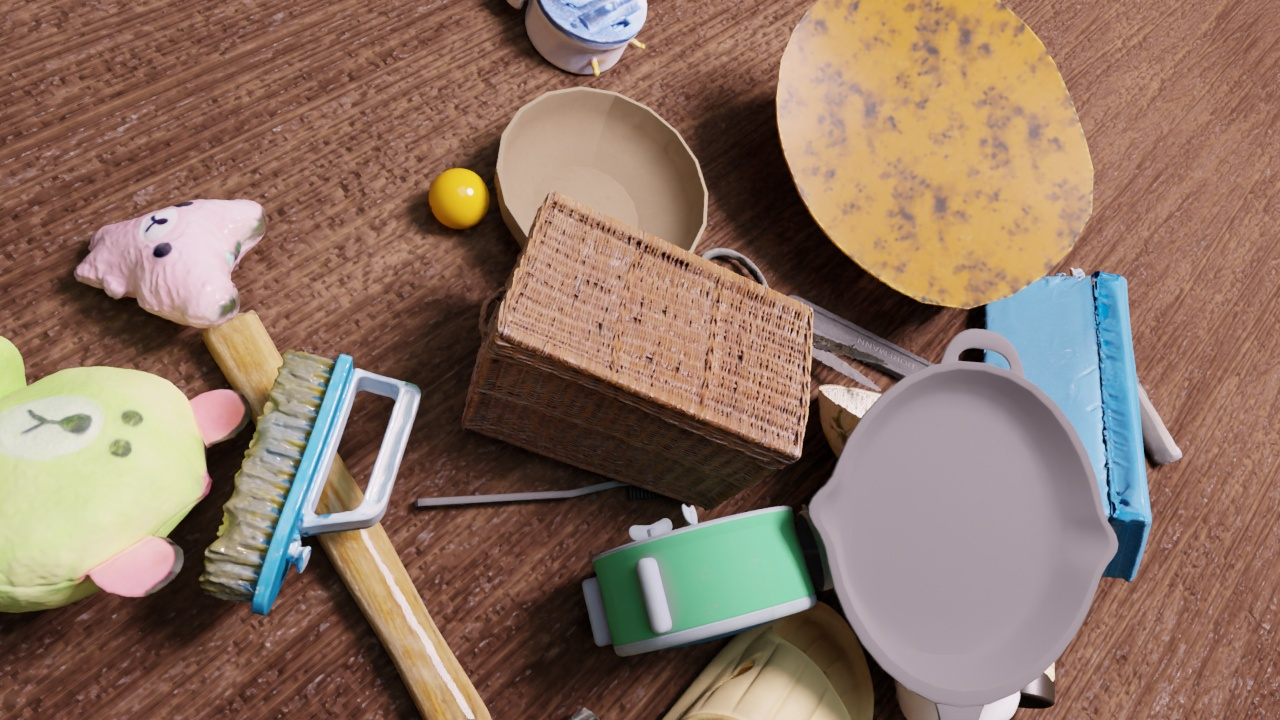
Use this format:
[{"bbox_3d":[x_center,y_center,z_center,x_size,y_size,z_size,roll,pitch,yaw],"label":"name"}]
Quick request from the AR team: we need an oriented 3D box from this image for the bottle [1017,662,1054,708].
[{"bbox_3d":[0.275,0.153,0.667,0.045,0.045,0.184,20,61,-14],"label":"bottle"}]

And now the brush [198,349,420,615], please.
[{"bbox_3d":[-0.170,0.067,0.481,0.075,0.055,0.135,17,63,-9],"label":"brush"}]

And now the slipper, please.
[{"bbox_3d":[0.060,0.243,0.526,0.260,0.079,0.111,-36,89,-29],"label":"slipper"}]

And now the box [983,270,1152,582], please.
[{"bbox_3d":[0.320,0.043,0.711,0.112,0.094,0.230,1,52,21],"label":"box"}]

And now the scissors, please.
[{"bbox_3d":[0.098,-0.017,0.675,0.150,0.013,0.165,-28,77,-24],"label":"scissors"}]

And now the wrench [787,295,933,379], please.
[{"bbox_3d":[0.228,0.014,0.722,0.273,0.018,0.073,24,63,-10],"label":"wrench"}]

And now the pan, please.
[{"bbox_3d":[0.180,0.159,0.527,0.216,0.024,0.354,10,82,-20],"label":"pan"}]

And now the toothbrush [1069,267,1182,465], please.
[{"bbox_3d":[0.415,0.002,0.799,0.024,0.022,0.185,-24,77,8],"label":"toothbrush"}]

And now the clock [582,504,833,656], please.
[{"bbox_3d":[0.053,0.123,0.547,0.161,0.122,0.075,-6,73,-30],"label":"clock"}]

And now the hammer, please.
[{"bbox_3d":[-0.155,0.117,0.517,0.132,0.033,0.330,-29,81,-28],"label":"hammer"}]

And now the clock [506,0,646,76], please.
[{"bbox_3d":[-0.053,-0.279,0.704,0.088,0.052,0.125,-38,87,-29],"label":"clock"}]

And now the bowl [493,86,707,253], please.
[{"bbox_3d":[-0.032,-0.113,0.646,0.152,0.051,0.152,8,67,-19],"label":"bowl"}]

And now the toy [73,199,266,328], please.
[{"bbox_3d":[-0.272,-0.059,0.527,0.096,0.053,0.099,3,50,-5],"label":"toy"}]

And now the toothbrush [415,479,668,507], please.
[{"bbox_3d":[-0.057,0.084,0.579,0.167,0.013,0.013,0,77,-22],"label":"toothbrush"}]

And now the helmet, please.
[{"bbox_3d":[0.210,-0.163,0.717,0.205,0.131,0.255,-38,92,1],"label":"helmet"}]

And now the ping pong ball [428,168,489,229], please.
[{"bbox_3d":[-0.121,-0.108,0.614,0.040,0.040,0.040,8,67,-19],"label":"ping pong ball"}]

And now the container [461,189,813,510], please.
[{"bbox_3d":[-0.003,0.003,0.566,0.198,0.113,0.113,22,52,-12],"label":"container"}]

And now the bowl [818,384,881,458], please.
[{"bbox_3d":[0.183,0.070,0.635,0.145,0.145,0.063,12,102,-17],"label":"bowl"}]

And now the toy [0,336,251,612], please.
[{"bbox_3d":[-0.312,0.057,0.442,0.196,0.107,0.150,22,39,-23],"label":"toy"}]

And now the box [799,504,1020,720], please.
[{"bbox_3d":[0.175,0.161,0.612,0.084,0.136,0.147,-18,101,-33],"label":"box"}]
